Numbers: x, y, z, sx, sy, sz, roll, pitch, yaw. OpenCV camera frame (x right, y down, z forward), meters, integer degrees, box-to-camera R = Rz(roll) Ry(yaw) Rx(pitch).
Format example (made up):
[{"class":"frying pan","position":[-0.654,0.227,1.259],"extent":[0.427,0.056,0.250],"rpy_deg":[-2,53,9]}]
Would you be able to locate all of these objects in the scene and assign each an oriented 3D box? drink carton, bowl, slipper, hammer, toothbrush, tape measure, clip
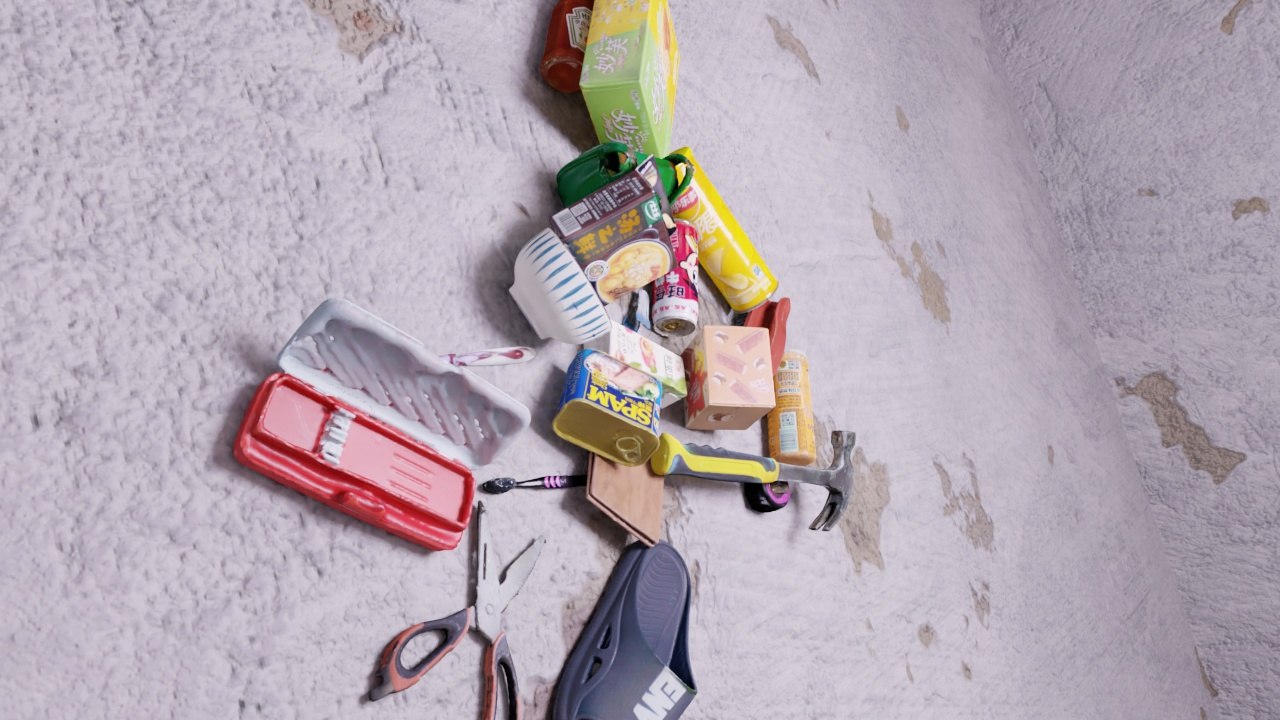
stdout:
[{"class":"drink carton","position":[-0.006,0.006,0.984],"extent":[0.122,0.046,0.053],"rpy_deg":[27,44,-41]},{"class":"bowl","position":[-0.085,-0.062,0.889],"extent":[0.066,0.116,0.116],"rpy_deg":[-33,103,-6]},{"class":"slipper","position":[0.003,0.275,0.851],"extent":[0.110,0.084,0.267],"rpy_deg":[46,43,-23]},{"class":"hammer","position":[0.139,0.128,1.048],"extent":[0.322,0.032,0.126],"rpy_deg":[12,80,-40]},{"class":"toothbrush","position":[-0.162,-0.002,0.828],"extent":[0.187,0.017,0.016],"rpy_deg":[-6,79,-50]},{"class":"toothbrush","position":[-0.075,0.116,0.880],"extent":[0.188,0.018,0.014],"rpy_deg":[5,68,-50]},{"class":"tape measure","position":[0.154,0.155,1.110],"extent":[0.057,0.039,0.057],"rpy_deg":[6,69,-48]},{"class":"clip","position":[0.000,-0.057,1.039],"extent":[0.027,0.044,0.058],"rpy_deg":[40,40,-28]}]

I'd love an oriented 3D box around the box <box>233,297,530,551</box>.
[{"class":"box","position":[-0.198,0.054,0.722],"extent":[0.201,0.074,0.154],"rpy_deg":[35,80,-34]}]

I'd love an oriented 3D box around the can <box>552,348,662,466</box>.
[{"class":"can","position":[-0.030,0.044,0.904],"extent":[0.102,0.057,0.083],"rpy_deg":[25,39,-15]}]

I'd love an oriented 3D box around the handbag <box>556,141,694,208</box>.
[{"class":"handbag","position":[-0.018,-0.187,0.996],"extent":[0.131,0.120,0.068],"rpy_deg":[0,69,-47]}]

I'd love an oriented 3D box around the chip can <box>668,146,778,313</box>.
[{"class":"chip can","position":[0.088,-0.160,1.146],"extent":[0.213,0.072,0.071],"rpy_deg":[53,42,-21]}]

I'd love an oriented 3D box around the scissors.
[{"class":"scissors","position":[-0.133,0.229,0.764],"extent":[0.224,0.015,0.189],"rpy_deg":[-35,101,-50]}]

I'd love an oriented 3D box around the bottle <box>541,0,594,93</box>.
[{"class":"bottle","position":[-0.074,-0.403,1.071],"extent":[0.059,0.060,0.205],"rpy_deg":[32,52,-37]}]

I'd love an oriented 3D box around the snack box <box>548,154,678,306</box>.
[{"class":"snack box","position":[-0.018,-0.129,0.941],"extent":[0.053,0.125,0.113],"rpy_deg":[59,-4,38]}]

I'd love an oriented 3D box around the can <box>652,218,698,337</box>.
[{"class":"can","position":[0.041,-0.097,1.076],"extent":[0.053,0.053,0.132],"rpy_deg":[25,56,-41]}]

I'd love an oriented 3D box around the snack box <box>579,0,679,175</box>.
[{"class":"snack box","position":[-0.007,-0.336,1.060],"extent":[0.158,0.070,0.209],"rpy_deg":[68,24,-57]}]

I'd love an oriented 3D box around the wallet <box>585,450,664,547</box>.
[{"class":"wallet","position":[-0.015,0.119,0.927],"extent":[0.101,0.020,0.115],"rpy_deg":[41,32,-29]}]

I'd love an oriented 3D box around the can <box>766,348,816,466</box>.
[{"class":"can","position":[0.191,0.061,1.179],"extent":[0.058,0.058,0.145],"rpy_deg":[22,58,-42]}]

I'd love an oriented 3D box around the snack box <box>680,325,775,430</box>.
[{"class":"snack box","position":[0.096,0.021,1.039],"extent":[0.077,0.093,0.094],"rpy_deg":[2,69,-14]}]

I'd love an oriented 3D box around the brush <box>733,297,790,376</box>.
[{"class":"brush","position":[0.153,-0.025,1.163],"extent":[0.063,0.069,0.145],"rpy_deg":[48,44,-26]}]
